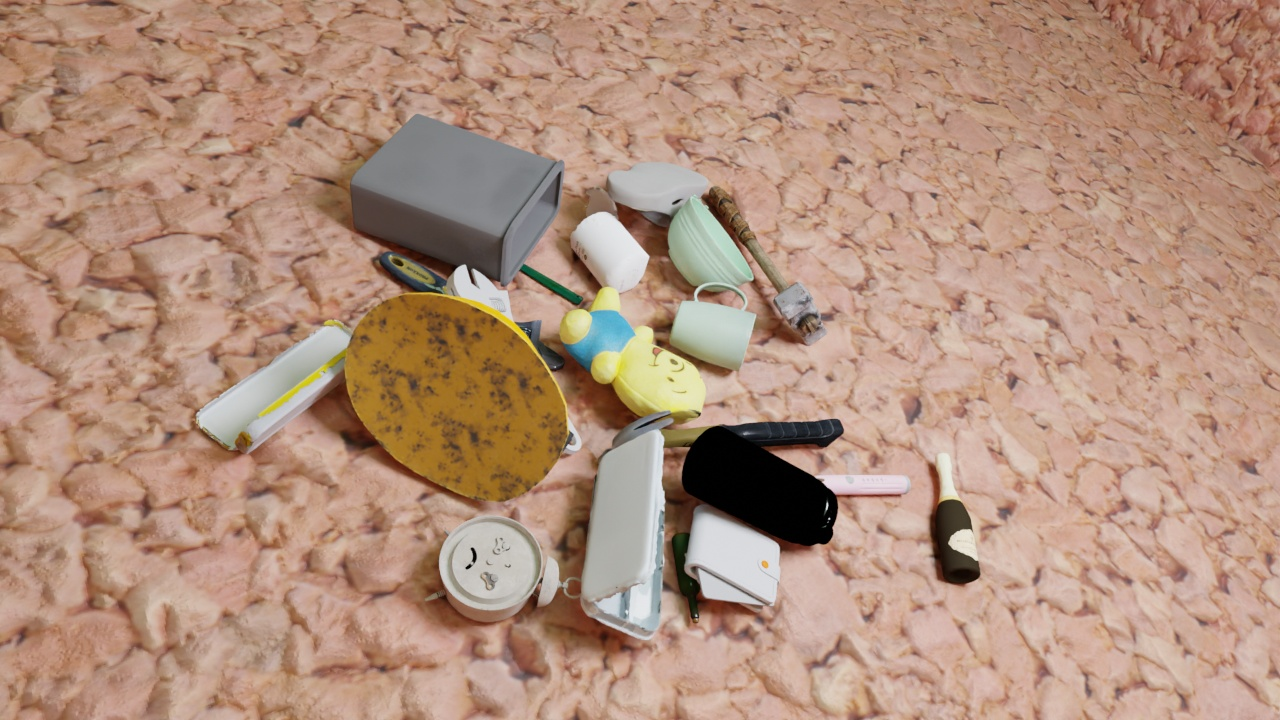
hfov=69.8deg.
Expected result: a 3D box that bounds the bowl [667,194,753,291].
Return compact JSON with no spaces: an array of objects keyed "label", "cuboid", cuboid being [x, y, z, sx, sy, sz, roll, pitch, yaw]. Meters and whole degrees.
[{"label":"bowl","cuboid":[0.090,-0.156,1.328,0.151,0.077,0.150,48,17,-20]}]

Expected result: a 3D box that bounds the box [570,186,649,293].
[{"label":"box","cuboid":[-0.055,-0.172,1.301,0.092,0.084,0.166,-29,67,-26]}]

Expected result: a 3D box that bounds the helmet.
[{"label":"helmet","cuboid":[-0.190,0.022,1.028,0.255,0.206,0.131,42,19,-8]}]

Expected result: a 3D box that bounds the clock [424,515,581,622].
[{"label":"clock","cuboid":[-0.136,0.225,0.953,0.157,0.061,0.103,12,51,-4]}]

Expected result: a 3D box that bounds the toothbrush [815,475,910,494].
[{"label":"toothbrush","cuboid":[0.252,0.162,1.190,0.222,0.027,0.027,3,41,-21]}]

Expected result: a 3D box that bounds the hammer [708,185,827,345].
[{"label":"hammer","cuboid":[0.182,-0.157,1.388,0.049,0.121,0.318,-34,54,8]}]

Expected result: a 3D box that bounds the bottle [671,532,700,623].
[{"label":"bottle","cuboid":[0.054,0.246,1.039,0.025,0.025,0.106,6,51,-19]}]

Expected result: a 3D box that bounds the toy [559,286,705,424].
[{"label":"toy","cuboid":[-0.007,0.007,1.163,0.214,0.084,0.148,39,29,8]}]

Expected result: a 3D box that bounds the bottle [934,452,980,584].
[{"label":"bottle","cuboid":[0.411,0.202,1.212,0.045,0.046,0.184,15,49,-11]}]

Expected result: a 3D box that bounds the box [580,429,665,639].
[{"label":"box","cuboid":[0.003,0.172,0.977,0.106,0.127,0.214,23,35,-16]}]

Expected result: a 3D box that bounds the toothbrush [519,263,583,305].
[{"label":"toothbrush","cuboid":[-0.161,-0.132,1.259,0.190,0.017,0.016,31,46,3]}]

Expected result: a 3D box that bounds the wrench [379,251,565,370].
[{"label":"wrench","cuboid":[-0.215,-0.063,1.178,0.273,0.022,0.073,30,54,1]}]

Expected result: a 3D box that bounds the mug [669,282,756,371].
[{"label":"mug","cuboid":[0.100,-0.052,1.251,0.104,0.084,0.111,17,80,4]}]

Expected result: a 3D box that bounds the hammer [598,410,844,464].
[{"label":"hammer","cuboid":[0.117,0.094,1.144,0.332,0.118,0.025,0,58,-30]}]

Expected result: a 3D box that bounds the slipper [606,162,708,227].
[{"label":"slipper","cuboid":[0.019,-0.240,1.374,0.113,0.081,0.265,20,22,13]}]

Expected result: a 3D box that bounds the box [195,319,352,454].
[{"label":"box","cuboid":[-0.377,0.025,1.018,0.117,0.057,0.209,7,38,34]}]

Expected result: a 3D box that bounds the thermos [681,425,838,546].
[{"label":"thermos","cuboid":[0.152,0.157,1.086,0.198,0.086,0.086,29,44,-26]}]

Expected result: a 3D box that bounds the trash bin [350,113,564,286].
[{"label":"trash bin","cuboid":[-0.239,-0.219,1.223,0.220,0.098,0.191,20,47,6]}]

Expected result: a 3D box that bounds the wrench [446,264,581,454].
[{"label":"wrench","cuboid":[-0.153,-0.003,1.116,0.086,0.018,0.273,-7,62,-55]}]

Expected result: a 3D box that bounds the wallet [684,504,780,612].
[{"label":"wallet","cuboid":[0.105,0.237,1.042,0.118,0.038,0.115,31,40,-14]}]
